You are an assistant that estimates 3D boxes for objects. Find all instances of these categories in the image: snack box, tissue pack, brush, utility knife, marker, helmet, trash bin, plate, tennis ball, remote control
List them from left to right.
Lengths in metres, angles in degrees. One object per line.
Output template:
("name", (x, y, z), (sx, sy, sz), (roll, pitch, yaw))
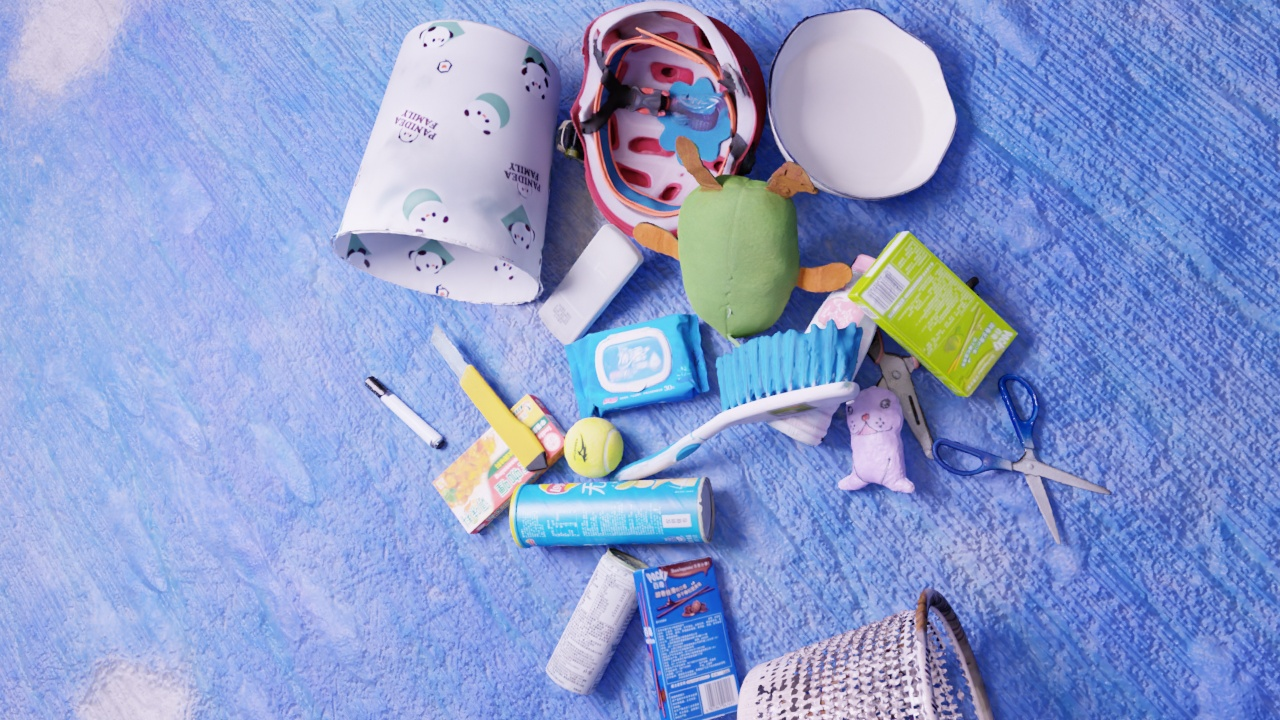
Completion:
("marker", (-0.283, 0.062, 1.096), (0.131, 0.022, 0.018), (38, 87, 19))
("trash bin", (-0.199, -0.216, 1.021), (0.230, 0.229, 0.251), (6, 77, 17))
("utility knife", (-0.174, 0.042, 1.040), (0.033, 0.015, 0.219), (-42, 74, 7))
("snack box", (-0.157, 0.118, 1.047), (0.156, 0.027, 0.077), (-43, 72, 6))
("remote control", (-0.056, -0.082, 1.021), (0.058, 0.021, 0.150), (49, 123, 11))
("tennis ball", (-0.051, 0.095, 1.000), (0.065, 0.065, 0.065), (-3, 80, 16))
("tissue pack", (-0.006, 0.006, 1.008), (0.157, 0.052, 0.095), (-13, 78, 14))
("helmet", (0.043, -0.258, 0.992), (0.207, 0.143, 0.240), (19, 116, 24))
("snack box", (0.048, 0.285, 0.936), (0.084, 0.026, 0.157), (-5, 76, -28))
("brush", (0.084, 0.049, 0.932), (0.315, 0.060, 0.109), (-17, 68, 38))
("plate", (0.223, -0.260, 0.950), (0.204, 0.046, 0.204), (2, 82, -12))
("trash bin", (0.202, 0.337, 0.825), (0.192, 0.227, 0.227), (-20, 76, 25))
("snack box", (0.288, -0.045, 0.902), (0.156, 0.026, 0.085), (40, 85, -8))

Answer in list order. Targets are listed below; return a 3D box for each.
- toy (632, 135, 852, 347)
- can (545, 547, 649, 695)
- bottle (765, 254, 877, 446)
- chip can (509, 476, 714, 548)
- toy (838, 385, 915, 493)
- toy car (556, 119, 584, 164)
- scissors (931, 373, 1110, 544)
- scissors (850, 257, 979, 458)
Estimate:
("toy", (0.099, -0.111, 0.919), (0.227, 0.247, 0.089), (17, 49, 17))
("can", (-0.043, 0.276, 0.972), (0.058, 0.058, 0.146), (26, 89, 18))
("bottle", (0.197, -0.012, 0.936), (0.068, 0.068, 0.197), (29, 95, 18))
("chip can", (-0.030, 0.163, 0.981), (0.210, 0.071, 0.071), (-4, 80, 15))
("toy", (0.235, 0.079, 0.924), (0.084, 0.038, 0.108), (-8, 83, 42))
("toy car", (-0.064, -0.243, 1.046), (0.035, 0.090, 0.042), (6, 85, 36))
("scissors", (0.371, 0.094, 0.902), (0.162, 0.012, 0.175), (-3, 78, 7))
("scissors", (0.264, -0.007, 0.951), (0.189, 0.015, 0.226), (37, 94, 19))
